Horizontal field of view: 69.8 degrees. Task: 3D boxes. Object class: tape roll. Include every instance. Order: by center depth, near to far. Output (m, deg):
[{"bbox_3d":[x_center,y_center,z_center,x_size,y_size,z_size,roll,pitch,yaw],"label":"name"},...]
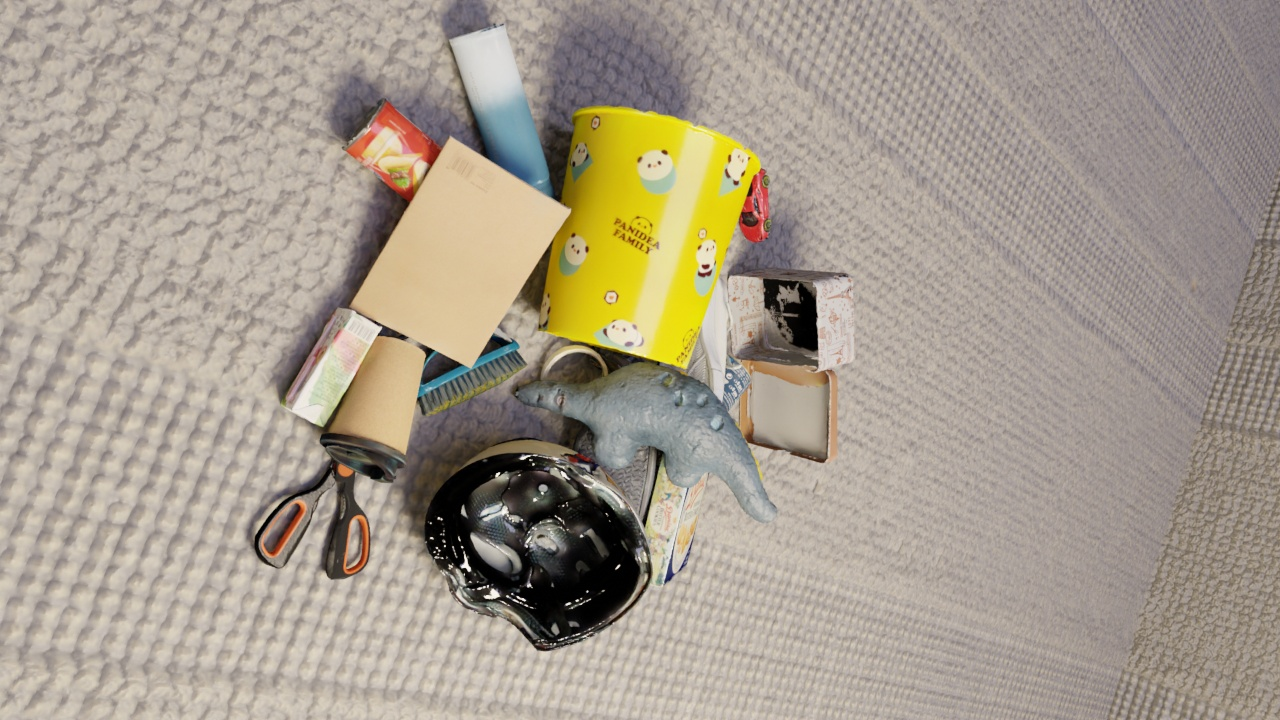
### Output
[{"bbox_3d":[-0.084,0.022,1.163,0.085,0.014,0.086,-7,116,-16],"label":"tape roll"}]

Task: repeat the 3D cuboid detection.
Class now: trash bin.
[{"bbox_3d":[-0.001,-0.135,1.078,0.229,0.230,0.255,15,89,-39],"label":"trash bin"}]

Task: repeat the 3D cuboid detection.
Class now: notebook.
[{"bbox_3d":[-0.192,-0.110,0.981,0.149,0.012,0.212,29,102,-25],"label":"notebook"}]

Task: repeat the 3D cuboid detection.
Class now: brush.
[{"bbox_3d":[-0.204,0.007,1.063,0.143,0.055,0.073,-29,93,-31],"label":"brush"}]

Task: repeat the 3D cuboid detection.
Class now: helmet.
[{"bbox_3d":[-0.115,0.195,1.093,0.274,0.156,0.230,40,104,-15],"label":"helmet"}]

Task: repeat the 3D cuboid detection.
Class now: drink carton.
[{"bbox_3d":[-0.327,0.005,0.964,0.045,0.054,0.122,36,76,-33],"label":"drink carton"}]

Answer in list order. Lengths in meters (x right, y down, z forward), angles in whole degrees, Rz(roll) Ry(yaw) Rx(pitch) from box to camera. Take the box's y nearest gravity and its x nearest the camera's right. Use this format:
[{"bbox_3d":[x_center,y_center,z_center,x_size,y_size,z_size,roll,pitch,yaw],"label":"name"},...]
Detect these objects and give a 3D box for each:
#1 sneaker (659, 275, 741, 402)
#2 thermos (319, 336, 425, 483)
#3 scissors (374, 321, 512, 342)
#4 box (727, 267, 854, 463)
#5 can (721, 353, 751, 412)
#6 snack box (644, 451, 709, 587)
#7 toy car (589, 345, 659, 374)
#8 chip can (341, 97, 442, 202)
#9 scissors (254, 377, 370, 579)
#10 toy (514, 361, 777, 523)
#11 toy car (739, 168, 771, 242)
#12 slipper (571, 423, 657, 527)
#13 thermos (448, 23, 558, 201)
[{"bbox_3d":[0.084,-0.014,1.243,0.090,0.090,0.241,28,58,-53],"label":"sneaker"},{"bbox_3d":[-0.280,0.051,0.981,0.093,0.093,0.143,31,64,-38],"label":"thermos"},{"bbox_3d":[-0.221,-0.067,1.034,0.159,0.014,0.181,-48,109,-11],"label":"scissors"},{"bbox_3d":[0.213,0.004,1.309,0.082,0.177,0.261,-13,105,-35],"label":"box"},{"bbox_3d":[0.096,0.048,1.289,0.111,0.075,0.075,-49,124,-21],"label":"can"},{"bbox_3d":[0.049,0.200,1.241,0.177,0.046,0.182,13,91,-76],"label":"snack box"},{"bbox_3d":[-0.007,0.007,1.225,0.158,0.042,0.070,45,71,-37],"label":"toy car"},{"bbox_3d":[-0.212,-0.184,0.989,0.216,0.073,0.073,40,74,-29],"label":"chip can"},{"bbox_3d":[-0.329,0.140,1.013,0.224,0.022,0.204,-44,122,-29],"label":"scissors"},{"bbox_3d":[0.022,0.077,1.116,0.356,0.091,0.138,23,105,1],"label":"toy"},{"bbox_3d":[0.160,-0.220,1.304,0.031,0.049,0.106,-17,109,-34],"label":"toy car"},{"bbox_3d":[-0.040,0.182,1.209,0.111,0.083,0.268,8,100,5],"label":"slipper"},{"bbox_3d":[-0.152,-0.263,1.041,0.070,0.070,0.220,-29,115,-31],"label":"thermos"}]
